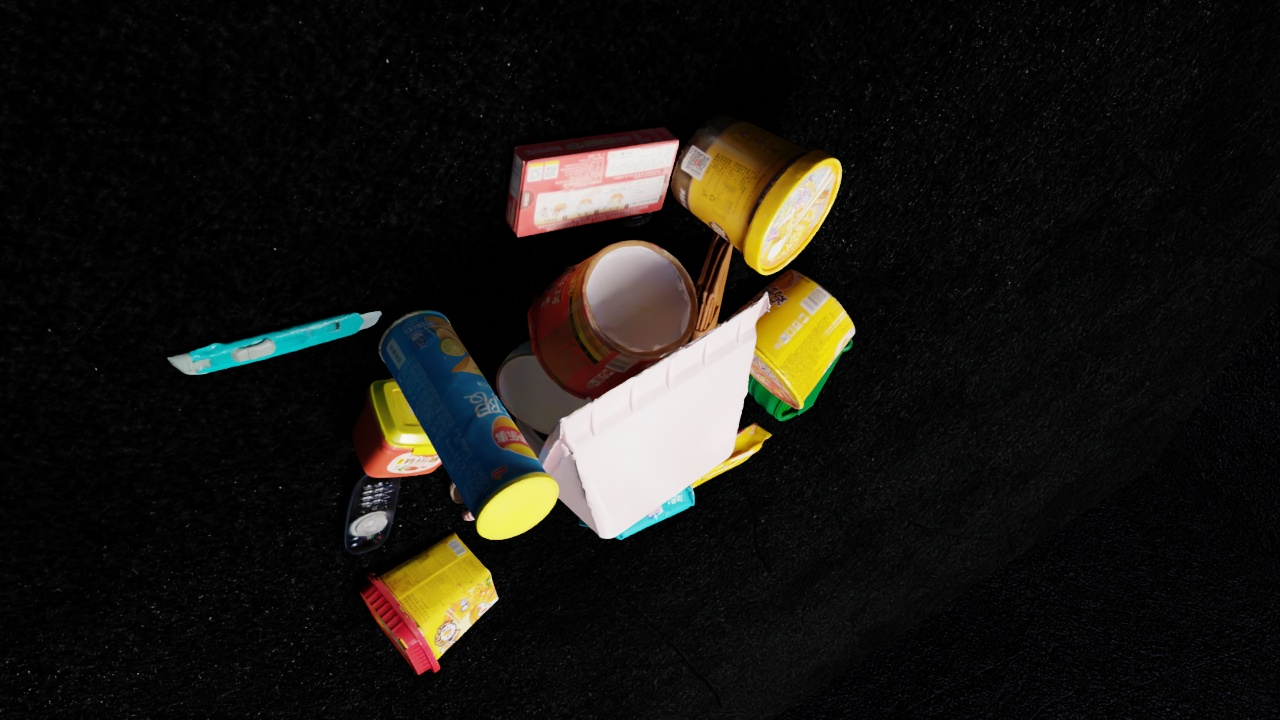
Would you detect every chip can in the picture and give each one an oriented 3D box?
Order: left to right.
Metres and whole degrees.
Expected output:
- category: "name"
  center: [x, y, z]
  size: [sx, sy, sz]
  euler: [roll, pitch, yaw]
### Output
- category: "chip can"
  center: [-0.149, 0.049, 0.773]
  size: [0.071, 0.210, 0.071]
  euler: [-25, 144, -20]

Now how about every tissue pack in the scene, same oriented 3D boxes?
- category: "tissue pack"
  center: [-0.008, 0.184, 1.174]
  size: [0.133, 0.093, 0.050]
  euler: [-20, 98, -25]

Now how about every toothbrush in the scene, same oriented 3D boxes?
- category: "toothbrush"
  center: [0.063, -0.160, 0.901]
  size: [0.189, 0.014, 0.016]
  euler: [-21, 144, -26]

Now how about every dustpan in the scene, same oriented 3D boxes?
- category: "dustpan"
  center: [-0.015, 0.045, 0.860]
  size: [0.222, 0.139, 0.274]
  euler: [-29, 142, -25]

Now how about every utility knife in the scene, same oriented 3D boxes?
- category: "utility knife"
  center: [-0.290, -0.016, 0.742]
  size: [0.166, 0.013, 0.029]
  euler: [-18, 143, -27]

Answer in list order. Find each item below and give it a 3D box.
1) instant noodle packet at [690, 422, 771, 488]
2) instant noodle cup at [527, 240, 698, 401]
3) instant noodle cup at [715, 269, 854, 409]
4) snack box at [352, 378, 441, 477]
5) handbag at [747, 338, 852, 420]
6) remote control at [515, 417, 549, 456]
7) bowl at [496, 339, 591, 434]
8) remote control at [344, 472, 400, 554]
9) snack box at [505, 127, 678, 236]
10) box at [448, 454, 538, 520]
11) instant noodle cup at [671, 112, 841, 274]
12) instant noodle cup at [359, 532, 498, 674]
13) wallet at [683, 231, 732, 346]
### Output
- category: "instant noodle packet"
  center: [0.106, 0.130, 1.245]
  size: [0.128, 0.044, 0.111]
  euler: [-25, 171, -17]
- category: "instant noodle cup"
  center: [-0.018, -0.038, 0.825]
  size: [0.137, 0.138, 0.109]
  euler: [-19, 175, -27]
- category: "instant noodle cup"
  center: [0.171, -0.030, 1.061]
  size: [0.109, 0.138, 0.138]
  euler: [-46, 147, -5]
- category: "snack box"
  center: [-0.217, 0.064, 0.855]
  size: [0.091, 0.082, 0.080]
  euler: [1, 144, -43]
- category: "handbag"
  center: [0.210, 0.011, 1.205]
  size: [0.120, 0.068, 0.132]
  euler: [-14, 139, -43]
- category: "remote control"
  center: [-0.062, 0.063, 1.010]
  size: [0.149, 0.058, 0.021]
  euler: [-15, 138, -32]
- category: "bowl"
  center: [-0.080, 0.017, 0.916]
  size: [0.114, 0.113, 0.062]
  euler: [99, 11, -46]
- category: "remote control"
  center: [-0.277, 0.149, 0.942]
  size: [0.053, 0.024, 0.137]
  euler: [-12, 140, -36]
- category: "snack box"
  center: [-0.041, -0.156, 0.796]
  size: [0.152, 0.025, 0.075]
  euler: [-16, 141, -30]
- category: "box"
  center: [-0.125, 0.133, 1.017]
  size: [0.163, 0.082, 0.075]
  euler: [-28, 152, -20]
- category: "instant noodle cup"
  center: [0.100, -0.156, 0.829]
  size: [0.118, 0.114, 0.119]
  euler: [-43, 157, -24]
- category: "instant noodle cup"
  center: [-0.240, 0.276, 1.063]
  size: [0.123, 0.116, 0.116]
  euler: [-36, 148, -25]
- category: "wallet"
  center: [0.069, -0.057, 0.969]
  size: [0.132, 0.031, 0.107]
  euler: [98, 10, -46]
